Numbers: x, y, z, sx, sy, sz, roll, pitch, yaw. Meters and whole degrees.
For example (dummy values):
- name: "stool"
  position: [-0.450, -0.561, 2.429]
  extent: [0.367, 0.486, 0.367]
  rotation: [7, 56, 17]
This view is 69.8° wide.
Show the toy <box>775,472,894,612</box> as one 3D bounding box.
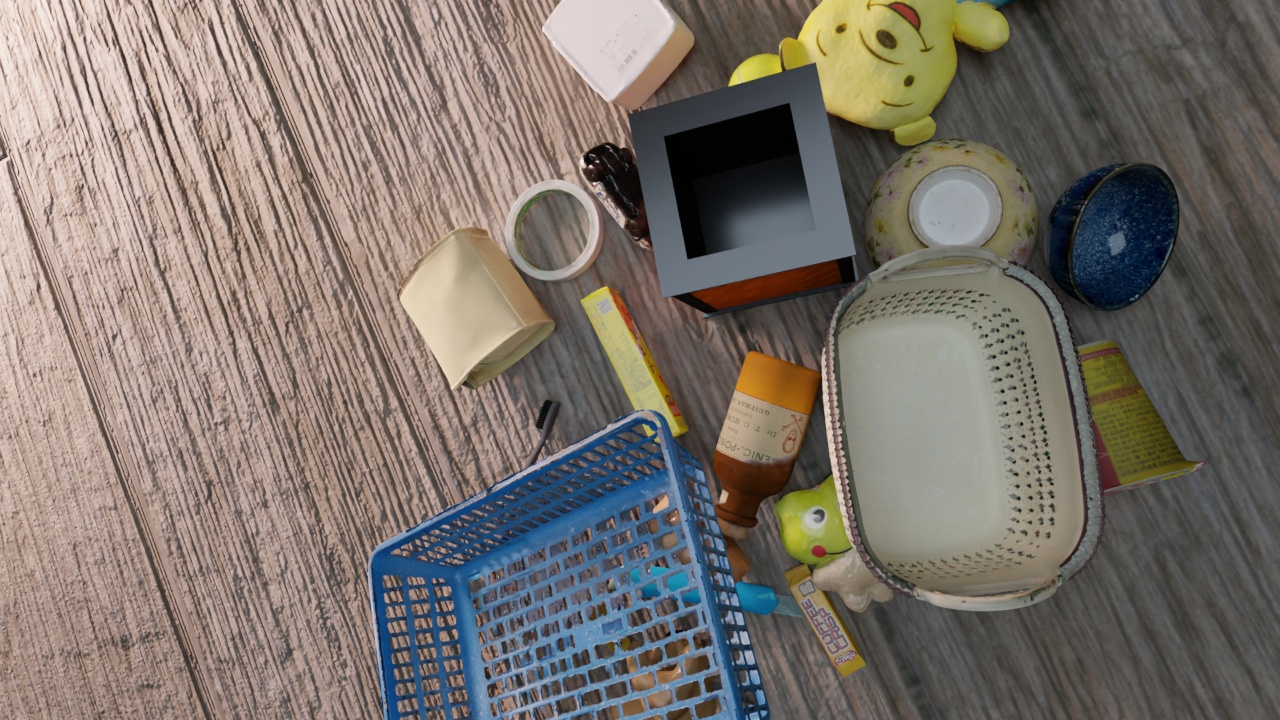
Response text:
- name: "toy"
  position: [0.171, 0.155, 0.773]
  extent: [0.092, 0.043, 0.118]
  rotation: [-25, 85, -2]

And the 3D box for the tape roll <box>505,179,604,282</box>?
- name: "tape roll"
  position: [-0.081, -0.121, 0.863]
  extent: [0.094, 0.018, 0.094]
  rotation: [0, 88, 15]

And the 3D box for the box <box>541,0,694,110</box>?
- name: "box"
  position: [-0.012, -0.291, 0.843]
  extent: [0.103, 0.095, 0.107]
  rotation: [-45, 73, 20]

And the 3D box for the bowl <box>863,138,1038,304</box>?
- name: "bowl"
  position: [0.256, -0.117, 0.752]
  extent: [0.145, 0.063, 0.145]
  rotation: [0, 88, 14]

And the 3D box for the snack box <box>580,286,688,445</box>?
- name: "snack box"
  position: [-0.005, 0.005, 0.827]
  extent: [0.029, 0.040, 0.148]
  rotation: [-29, 82, 12]

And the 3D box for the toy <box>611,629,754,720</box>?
- name: "toy"
  position: [0.028, 0.280, 0.780]
  extent: [0.134, 0.108, 0.105]
  rotation: [-3, 65, 14]

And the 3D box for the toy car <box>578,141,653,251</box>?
- name: "toy car"
  position: [-0.012, -0.147, 0.834]
  extent: [0.048, 0.041, 0.113]
  rotation: [-34, 85, -30]

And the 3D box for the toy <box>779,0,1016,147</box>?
- name: "toy"
  position: [0.228, -0.282, 0.756]
  extent: [0.149, 0.084, 0.214]
  rotation: [43, 101, 9]

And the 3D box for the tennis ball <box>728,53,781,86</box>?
- name: "tennis ball"
  position: [0.108, -0.231, 0.793]
  extent: [0.065, 0.065, 0.065]
  rotation: [-1, 88, 14]

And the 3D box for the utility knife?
- name: "utility knife"
  position: [0.057, 0.206, 0.817]
  extent: [0.175, 0.015, 0.031]
  rotation: [8, 93, 13]

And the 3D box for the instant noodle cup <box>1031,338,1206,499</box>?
- name: "instant noodle cup"
  position: [0.352, 0.048, 0.711]
  extent: [0.100, 0.100, 0.112]
  rotation: [-20, 75, 13]

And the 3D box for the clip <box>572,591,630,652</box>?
- name: "clip"
  position: [-0.033, 0.244, 0.834]
  extent: [0.054, 0.047, 0.046]
  rotation: [-46, 53, 7]

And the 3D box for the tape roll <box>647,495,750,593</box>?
- name: "tape roll"
  position: [0.050, 0.154, 0.780]
  extent: [0.094, 0.094, 0.027]
  rotation: [43, 98, 12]

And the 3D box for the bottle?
- name: "bottle"
  position: [0.100, 0.075, 0.783]
  extent: [0.068, 0.067, 0.157]
  rotation: [18, 93, 14]

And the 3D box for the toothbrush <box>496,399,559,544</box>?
- name: "toothbrush"
  position: [-0.110, 0.116, 0.865]
  extent: [0.013, 0.012, 0.167]
  rotation: [21, 93, 22]

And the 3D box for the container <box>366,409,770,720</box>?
- name: "container"
  position: [-0.067, 0.223, 0.738]
  extent: [0.363, 0.089, 0.256]
  rotation: [-29, 63, 32]

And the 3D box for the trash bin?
- name: "trash bin"
  position: [0.091, -0.124, 0.738]
  extent: [0.140, 0.171, 0.139]
  rotation: [-12, 85, 14]

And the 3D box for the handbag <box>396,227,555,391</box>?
- name: "handbag"
  position: [-0.157, -0.048, 0.852]
  extent: [0.111, 0.081, 0.119]
  rotation: [-38, 81, 18]

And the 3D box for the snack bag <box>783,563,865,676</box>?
- name: "snack bag"
  position: [0.158, 0.222, 0.788]
  extent: [0.026, 0.020, 0.099]
  rotation: [-32, 80, 12]

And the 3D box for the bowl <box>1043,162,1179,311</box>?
- name: "bowl"
  position: [0.356, -0.100, 0.719]
  extent: [0.114, 0.061, 0.114]
  rotation: [-8, 109, -24]

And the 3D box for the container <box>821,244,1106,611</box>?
- name: "container"
  position: [0.228, 0.053, 0.695]
  extent: [0.185, 0.143, 0.251]
  rotation: [-6, 81, 0]
